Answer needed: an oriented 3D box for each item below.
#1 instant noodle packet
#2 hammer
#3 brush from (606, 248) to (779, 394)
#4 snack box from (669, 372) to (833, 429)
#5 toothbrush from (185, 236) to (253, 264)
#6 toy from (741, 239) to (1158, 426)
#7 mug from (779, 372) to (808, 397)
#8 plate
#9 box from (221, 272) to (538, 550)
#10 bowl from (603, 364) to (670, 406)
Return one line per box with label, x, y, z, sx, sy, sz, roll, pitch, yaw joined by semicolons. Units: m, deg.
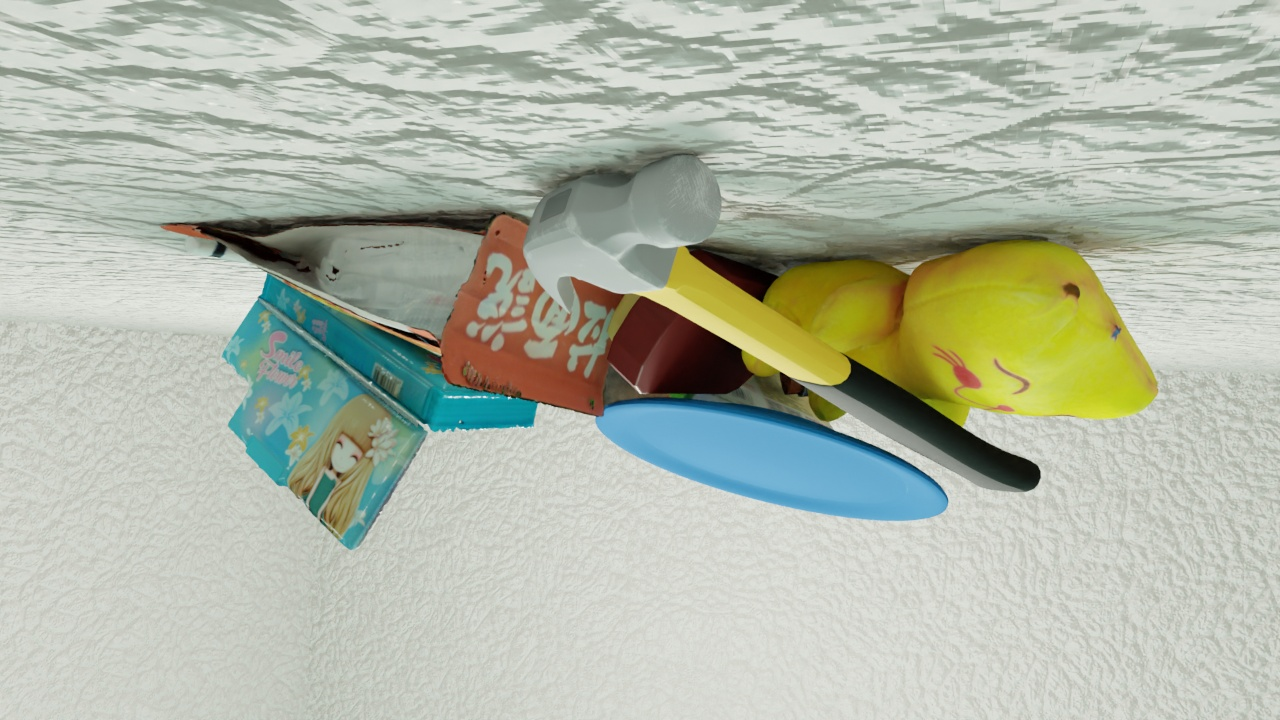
instant noodle packet;-0.136;-0.042;0.523;0.221;0.084;0.164;15;179;26
hammer;0.085;0.004;0.423;0.323;0.029;0.127;27;163;-35
brush;0.038;-0.024;0.552;0.042;0.082;0.173;43;-163;22
snack box;0.071;0.011;0.699;0.132;0.027;0.168;23;-159;-19
toothbrush;-0.227;-0.065;0.618;0.017;0.012;0.186;6;180;23
toy;0.159;-0.014;0.490;0.134;0.087;0.194;32;158;-35
mug;0.159;-0.015;0.674;0.111;0.081;0.117;-1;179;1
plate;0.082;0.058;0.587;0.224;0.024;0.224;15;163;4
box;-0.199;0.006;0.633;0.227;0.087;0.168;30;-129;35
bowl;-0.005;0.005;0.785;0.162;0.070;0.162;38;-171;-7
